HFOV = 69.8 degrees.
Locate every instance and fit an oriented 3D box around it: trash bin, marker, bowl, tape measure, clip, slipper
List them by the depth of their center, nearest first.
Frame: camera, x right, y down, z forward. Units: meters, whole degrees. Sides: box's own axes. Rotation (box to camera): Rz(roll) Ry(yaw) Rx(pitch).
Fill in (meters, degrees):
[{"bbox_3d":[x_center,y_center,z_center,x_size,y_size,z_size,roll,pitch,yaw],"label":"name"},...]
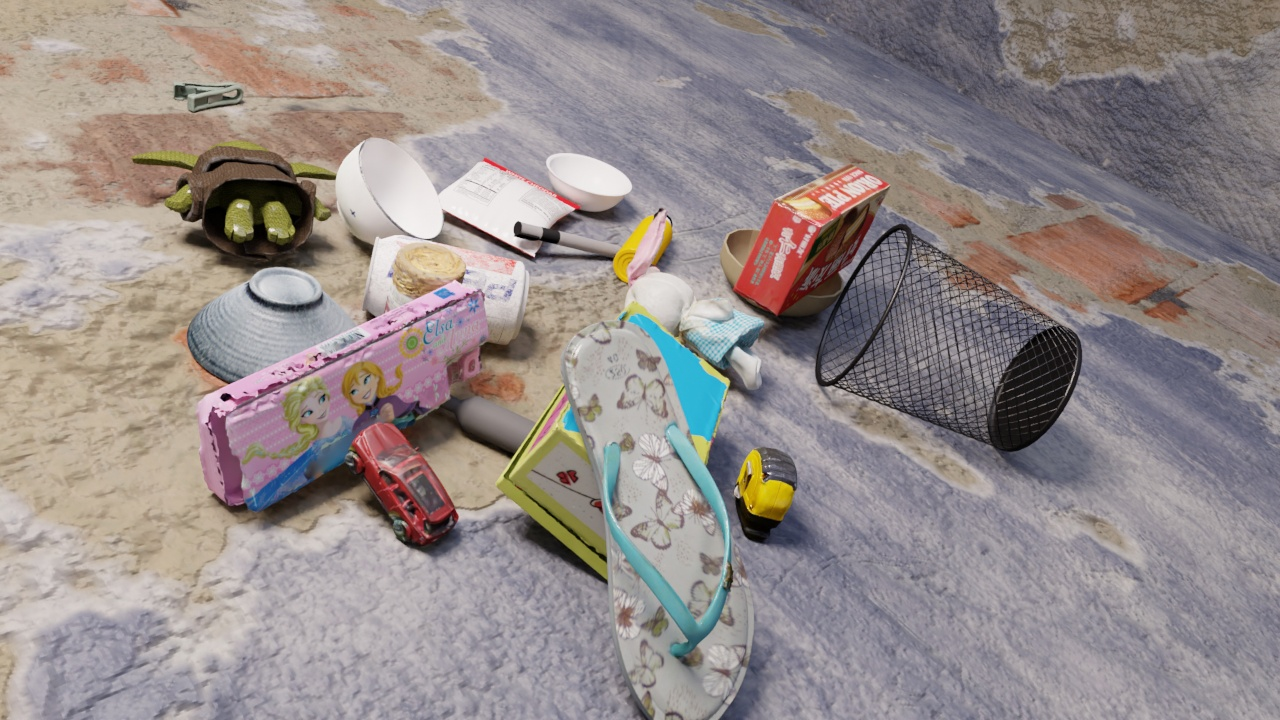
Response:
[{"bbox_3d":[0.020,0.097,0.583,0.098,0.055,0.268,-7,76,-27],"label":"slipper"},{"bbox_3d":[-0.287,-0.037,0.736,0.137,0.057,0.136,15,32,-10],"label":"bowl"},{"bbox_3d":[0.099,0.102,0.747,0.037,0.064,0.065,17,31,-10],"label":"tape measure"},{"bbox_3d":[-0.255,-0.156,0.907,0.113,0.063,0.113,47,28,-35],"label":"bowl"},{"bbox_3d":[0.321,-0.013,0.956,0.210,0.184,0.183,25,32,-5],"label":"trash bin"},{"bbox_3d":[-0.078,-0.133,1.020,0.140,0.016,0.016,9,33,-39],"label":"marker"},{"bbox_3d":[-0.493,-0.306,1.055,0.059,0.023,0.075,39,38,24],"label":"clip"},{"bbox_3d":[0.162,-0.097,1.097,0.152,0.051,0.152,15,32,-10],"label":"bowl"},{"bbox_3d":[-0.070,-0.215,1.148,0.110,0.041,0.109,15,32,-10],"label":"bowl"}]

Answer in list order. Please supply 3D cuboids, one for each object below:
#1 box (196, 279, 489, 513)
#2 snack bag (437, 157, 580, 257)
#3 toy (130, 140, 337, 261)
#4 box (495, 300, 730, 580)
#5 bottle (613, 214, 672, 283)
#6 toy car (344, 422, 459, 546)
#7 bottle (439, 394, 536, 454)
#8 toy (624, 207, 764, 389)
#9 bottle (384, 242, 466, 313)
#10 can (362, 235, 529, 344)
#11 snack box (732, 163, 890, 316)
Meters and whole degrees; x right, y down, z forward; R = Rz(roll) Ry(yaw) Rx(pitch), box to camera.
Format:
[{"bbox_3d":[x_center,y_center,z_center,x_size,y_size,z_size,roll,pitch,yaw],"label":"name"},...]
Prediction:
[{"bbox_3d":[-0.195,0.020,0.650,0.053,0.085,0.229,30,40,24],"label":"box"},{"bbox_3d":[-0.150,-0.181,1.048,0.131,0.039,0.143,27,36,1],"label":"snack bag"},{"bbox_3d":[-0.361,-0.150,0.844,0.179,0.078,0.152,-1,30,-32],"label":"toy"},{"bbox_3d":[-0.010,0.054,0.717,0.124,0.081,0.220,40,28,-9],"label":"box"},{"bbox_3d":[0.008,-0.137,1.073,0.043,0.043,0.143,24,32,3],"label":"bottle"},{"bbox_3d":[-0.162,0.083,0.628,0.091,0.036,0.042,51,41,4],"label":"toy car"},{"bbox_3d":[-0.119,0.049,0.730,0.113,0.030,0.030,24,32,5],"label":"bottle"},{"bbox_3d":[0.044,-0.035,0.922,0.105,0.131,0.205,-34,65,-18],"label":"toy"},{"bbox_3d":[-0.181,-0.039,0.754,0.056,0.105,0.056,15,32,-10],"label":"bottle"},{"bbox_3d":[-0.174,-0.063,0.822,0.136,0.078,0.078,11,33,-16],"label":"can"},{"bbox_3d":[0.196,-0.140,1.023,0.060,0.113,0.235,34,34,18],"label":"snack box"}]
